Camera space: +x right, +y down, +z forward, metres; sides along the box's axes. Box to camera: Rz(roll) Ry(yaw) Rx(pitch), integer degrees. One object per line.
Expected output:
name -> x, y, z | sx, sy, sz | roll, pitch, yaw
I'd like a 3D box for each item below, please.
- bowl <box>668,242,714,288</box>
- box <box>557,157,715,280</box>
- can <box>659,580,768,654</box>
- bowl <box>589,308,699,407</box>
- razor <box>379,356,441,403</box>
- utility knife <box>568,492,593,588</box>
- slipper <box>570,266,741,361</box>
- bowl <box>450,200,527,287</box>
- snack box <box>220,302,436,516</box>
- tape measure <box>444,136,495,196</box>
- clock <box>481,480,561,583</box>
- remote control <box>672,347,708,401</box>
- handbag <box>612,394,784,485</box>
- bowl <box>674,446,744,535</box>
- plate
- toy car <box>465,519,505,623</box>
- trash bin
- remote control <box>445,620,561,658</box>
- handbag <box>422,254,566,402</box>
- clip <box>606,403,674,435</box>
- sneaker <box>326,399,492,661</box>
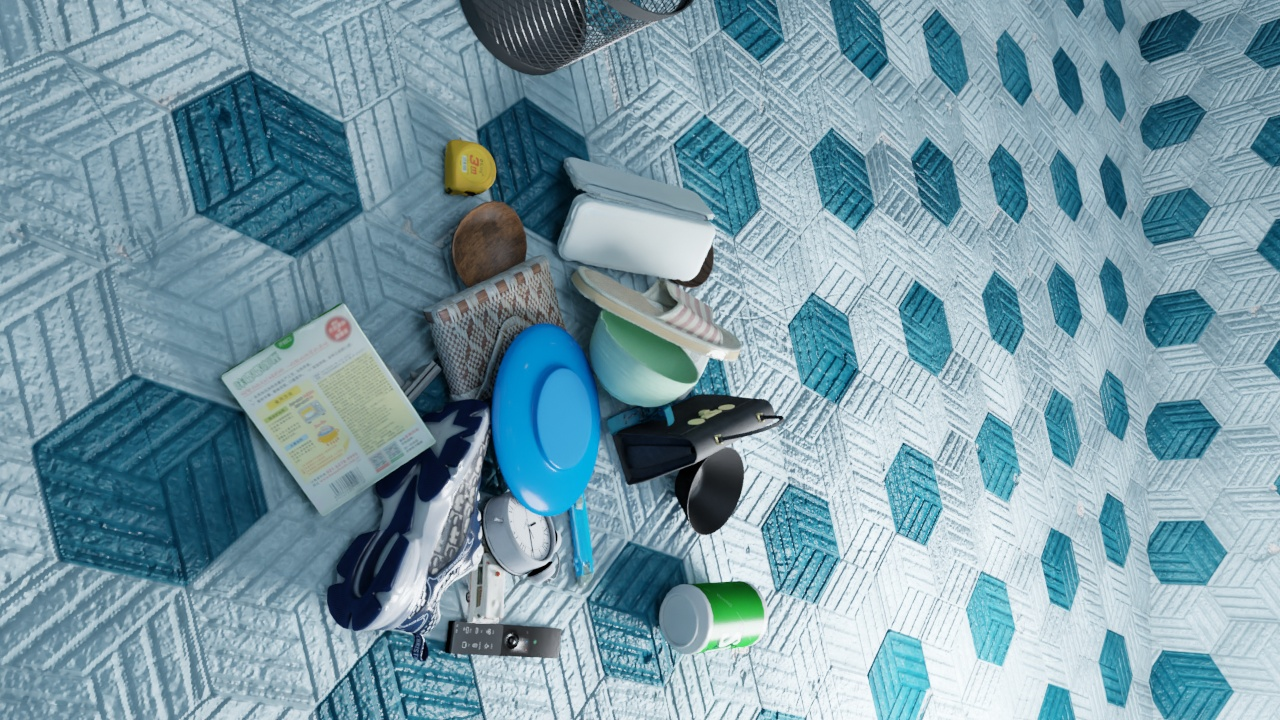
bowl -> 0.053, -0.159, 1.306 | 0.119, 0.032, 0.119 | 10, 75, -42
box -> -0.011, -0.181, 1.219 | 0.210, 0.105, 0.129 | 12, 32, -23
can -> 0.098, 0.339, 1.215 | 0.139, 0.088, 0.087 | 9, 76, -42
bowl -> -0.007, 0.007, 1.166 | 0.151, 0.077, 0.150 | 31, 20, -13
razor -> -0.279, 0.002, 0.959 | 0.116, 0.047, 0.088 | 48, 53, -17
utility knife -> -0.081, 0.169, 1.130 | 0.031, 0.015, 0.220 | -5, 84, -49
slipper -> 0.030, -0.071, 1.211 | 0.262, 0.115, 0.052 | 21, 112, -28
bowl -> -0.184, -0.132, 1.078 | 0.114, 0.026, 0.102 | -48, 129, -35
snack box -> -0.302, 0.048, 0.900 | 0.131, 0.027, 0.168 | -34, 108, -14
tape measure -> -0.201, -0.226, 1.080 | 0.058, 0.030, 0.068 | 3, 82, -43
clock -> -0.129, 0.200, 1.037 | 0.122, 0.035, 0.094 | 52, 25, -26
remote control -> 0.062, 0.003, 1.286 | 0.060, 0.028, 0.114 | 48, 53, -24
handbag -> 0.098, 0.092, 1.186 | 0.175, 0.196, 0.072 | -21, 97, -44
bowl -> 0.083, 0.170, 1.248 | 0.123, 0.053, 0.124 | -20, 118, -44
plate -> -0.096, 0.068, 1.067 | 0.224, 0.024, 0.224 | 13, 75, -61
toy car -> -0.167, 0.232, 1.014 | 0.039, 0.039, 0.113 | 16, 68, -41
trash bin -> -0.080, -0.477, 1.106 | 0.217, 0.228, 0.217 | 10, 75, -42
remote control -> -0.151, 0.315, 1.034 | 0.150, 0.013, 0.034 | 19, 70, -40
handbag -> -0.157, -0.036, 1.063 | 0.185, 0.047, 0.124 | -34, 116, -43
clip -> -0.001, 0.073, 1.193 | 0.120, 0.122, 0.033 | -19, 99, -12
sneaker -> -0.210, 0.173, 0.966 | 0.132, 0.103, 0.268 | 51, 51, -43
